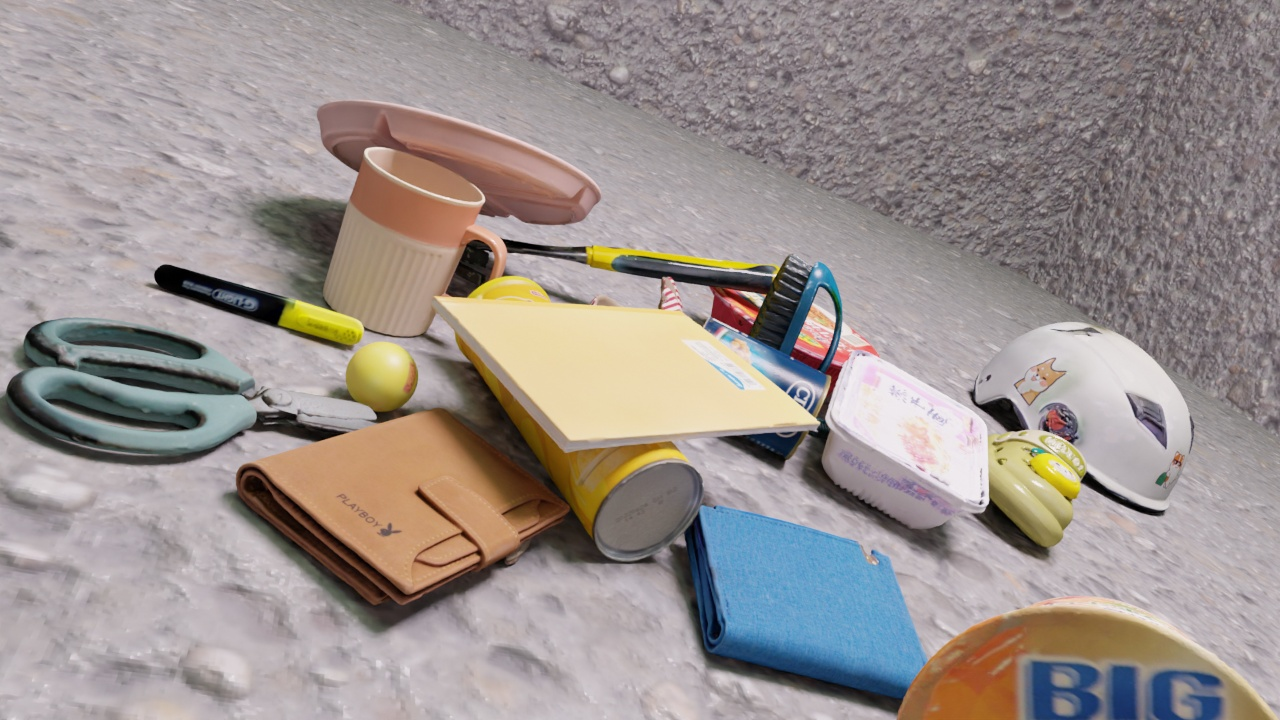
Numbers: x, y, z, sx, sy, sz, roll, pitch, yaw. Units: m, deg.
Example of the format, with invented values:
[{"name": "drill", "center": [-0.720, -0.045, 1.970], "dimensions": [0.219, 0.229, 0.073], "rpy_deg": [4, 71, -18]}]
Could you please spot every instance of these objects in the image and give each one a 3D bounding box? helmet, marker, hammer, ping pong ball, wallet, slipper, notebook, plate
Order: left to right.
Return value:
[{"name": "marker", "center": [-0.233, -0.034, 0.565], "dimensions": [0.124, 0.018, 0.015], "rpy_deg": [18, 16, -19]}, {"name": "ping pong ball", "center": [-0.148, 0.009, 0.527], "dimensions": [0.040, 0.040, 0.040], "rpy_deg": [23, 20, -9]}, {"name": "wallet", "center": [-0.109, 0.067, 0.448], "dimensions": [0.108, 0.031, 0.131], "rpy_deg": [32, 22, 21]}, {"name": "plate", "center": [-0.145, -0.150, 0.737], "dimensions": [0.229, 0.028, 0.229], "rpy_deg": [14, -3, 0]}, {"name": "hammer", "center": [-0.027, -0.090, 0.834], "dimensions": [0.323, 0.032, 0.126], "rpy_deg": [6, 26, -10]}, {"name": "notebook", "center": [-0.003, 0.003, 0.549], "dimensions": [0.205, 0.010, 0.146], "rpy_deg": [0, 32, -44]}, {"name": "wallet", "center": [0.090, 0.133, 0.514], "dimensions": [0.133, 0.040, 0.106], "rpy_deg": [20, 29, -18]}, {"name": "slipper", "center": [0.364, 0.100, 0.853], "dimensions": [0.091, 0.082, 0.190], "rpy_deg": [43, 18, 5]}, {"name": "helmet", "center": [0.572, 0.046, 1.148], "dimensions": [0.229, 0.157, 0.274], "rpy_deg": [11, 25, -35]}]

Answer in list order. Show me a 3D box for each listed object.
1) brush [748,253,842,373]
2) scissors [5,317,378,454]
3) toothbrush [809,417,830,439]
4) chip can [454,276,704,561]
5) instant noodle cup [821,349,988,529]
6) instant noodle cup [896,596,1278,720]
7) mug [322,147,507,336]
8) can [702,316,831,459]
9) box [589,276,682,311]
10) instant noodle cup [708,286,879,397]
[{"name": "brush", "center": [0.129, -0.017, 0.779], "dimensions": [0.073, 0.144, 0.055], "rpy_deg": [23, 26, 8]}, {"name": "scissors", "center": [-0.208, 0.027, 0.443], "dimensions": [0.185, 0.019, 0.129], "rpy_deg": [20, 21, -13]}, {"name": "toothbrush", "center": [0.234, 0.089, 0.834], "dimensions": [0.191, 0.016, 0.018], "rpy_deg": [21, 30, -12]}, {"name": "chip can", "center": [-0.045, 0.027, 0.566], "dimensions": [0.072, 0.072, 0.213], "rpy_deg": [9, 26, -39]}, {"name": "instant noodle cup", "center": [0.214, 0.070, 0.766], "dimensions": [0.138, 0.060, 0.173], "rpy_deg": [30, 27, 6]}, {"name": "instant noodle cup", "center": [0.197, 0.173, 0.400], "dimensions": [0.151, 0.151, 0.111], "rpy_deg": [36, 14, 25]}, {"name": "mug", "center": [-0.152, -0.074, 0.635], "dimensions": [0.114, 0.106, 0.081], "rpy_deg": [26, 20, 0]}, {"name": "can", "center": [0.085, 0.021, 0.734], "dimensions": [0.111, 0.075, 0.075], "rpy_deg": [27, 20, 4]}, {"name": "box", "center": [-0.012, -0.005, 0.689], "dimensions": [0.087, 0.076, 0.162], "rpy_deg": [2, 33, -1]}, {"name": "instant noodle cup", "center": [0.140, -0.019, 0.918], "dimensions": [0.194, 0.066, 0.193], "rpy_deg": [22, 21, -9]}]
